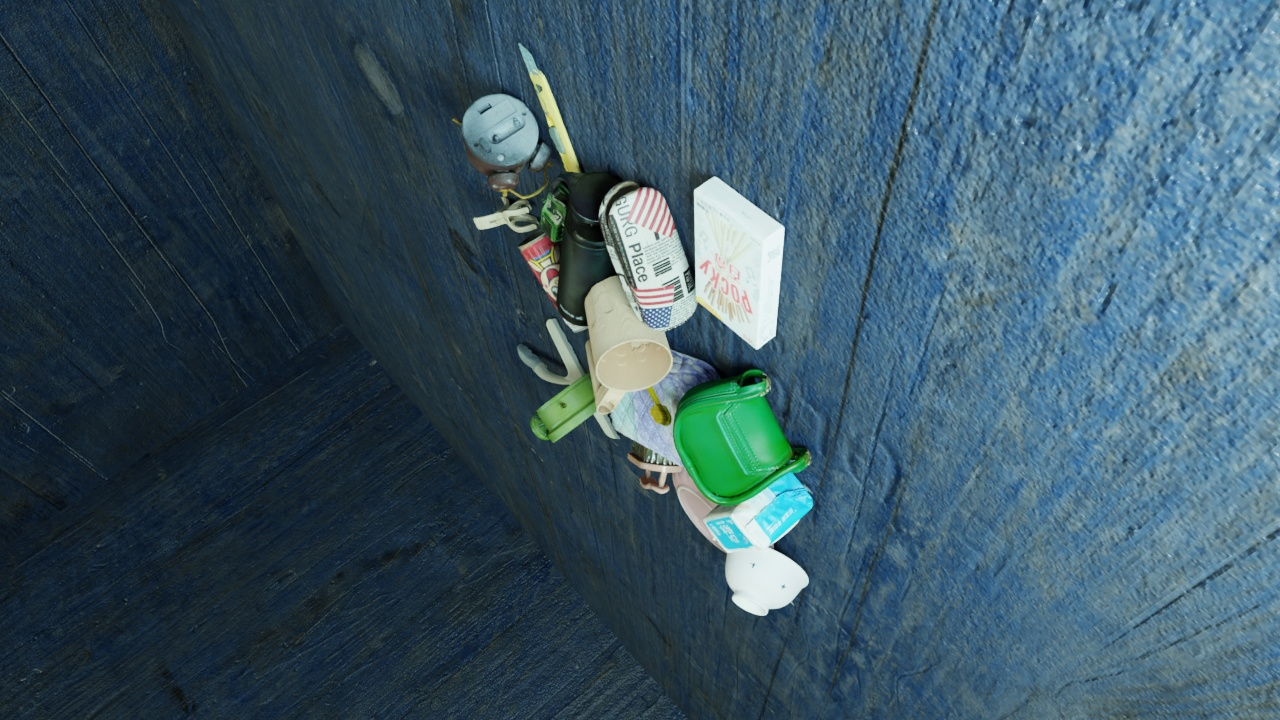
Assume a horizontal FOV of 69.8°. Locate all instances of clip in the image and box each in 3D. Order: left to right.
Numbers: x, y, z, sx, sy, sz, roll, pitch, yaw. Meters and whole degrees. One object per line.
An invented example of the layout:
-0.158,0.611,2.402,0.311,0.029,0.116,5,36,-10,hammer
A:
-0.171,-0.190,1.199,0.097,0.060,0.034,16,141,43,clip

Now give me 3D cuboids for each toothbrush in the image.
-0.006,0.006,1.053,0.016,0.016,0.190,-57,40,28,toothbrush

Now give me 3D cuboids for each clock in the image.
-0.148,-0.234,1.009,0.122,0.082,0.055,54,166,-1,clock
-0.108,0.074,1.403,0.056,0.115,0.162,54,150,1,clock

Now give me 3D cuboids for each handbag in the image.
0.035,0.055,1.099,0.194,0.075,0.134,26,128,55,handbag
0.102,0.079,0.959,0.131,0.120,0.067,60,-157,-16,handbag

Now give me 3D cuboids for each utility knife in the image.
-0.088,-0.248,0.957,0.031,0.019,0.178,26,144,42,utility knife

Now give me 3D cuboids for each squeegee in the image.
-0.160,0.012,1.541,0.247,0.039,0.246,25,147,54,squeegee

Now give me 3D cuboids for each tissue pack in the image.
0.137,0.179,1.075,0.063,0.089,0.140,52,161,1,tissue pack

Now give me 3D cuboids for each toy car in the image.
-0.094,-0.172,1.069,0.043,0.036,0.091,50,157,10,toy car

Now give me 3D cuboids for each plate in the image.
0.105,0.213,1.286,0.192,0.039,0.193,45,160,21,plate

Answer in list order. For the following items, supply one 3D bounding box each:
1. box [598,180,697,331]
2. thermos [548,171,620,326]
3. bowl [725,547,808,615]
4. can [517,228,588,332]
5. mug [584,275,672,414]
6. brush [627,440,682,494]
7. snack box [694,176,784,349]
0.012,-0.096,0.908,0.077,0.074,0.164,26,146,42,box
-0.064,-0.126,1.029,0.090,0.068,0.243,41,158,11,thermos
0.156,0.298,1.221,0.118,0.064,0.118,23,151,14,bowl
-0.099,-0.103,1.172,0.133,0.053,0.053,59,160,-18,can
-0.024,-0.018,1.022,0.125,0.084,0.103,-56,34,39,mug
0.022,0.142,1.250,0.146,0.063,0.073,-174,90,-82,brush
0.086,-0.084,0.821,0.085,0.026,0.157,42,158,27,snack box
